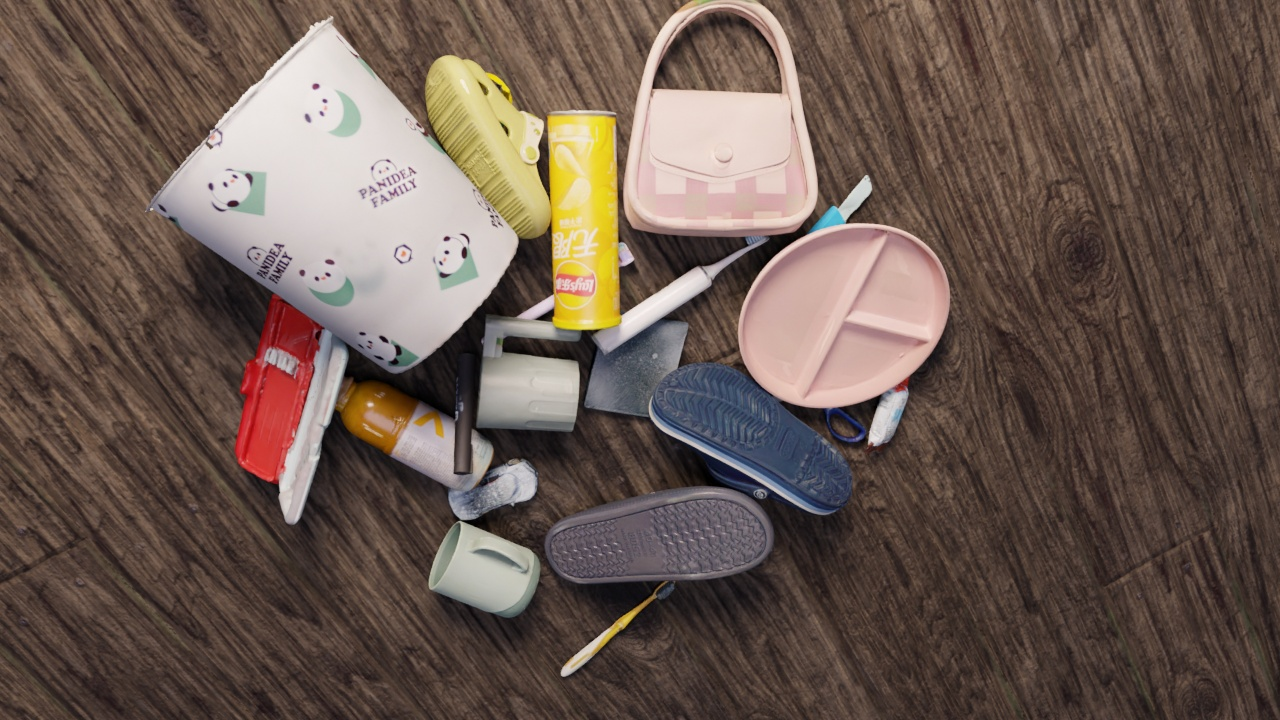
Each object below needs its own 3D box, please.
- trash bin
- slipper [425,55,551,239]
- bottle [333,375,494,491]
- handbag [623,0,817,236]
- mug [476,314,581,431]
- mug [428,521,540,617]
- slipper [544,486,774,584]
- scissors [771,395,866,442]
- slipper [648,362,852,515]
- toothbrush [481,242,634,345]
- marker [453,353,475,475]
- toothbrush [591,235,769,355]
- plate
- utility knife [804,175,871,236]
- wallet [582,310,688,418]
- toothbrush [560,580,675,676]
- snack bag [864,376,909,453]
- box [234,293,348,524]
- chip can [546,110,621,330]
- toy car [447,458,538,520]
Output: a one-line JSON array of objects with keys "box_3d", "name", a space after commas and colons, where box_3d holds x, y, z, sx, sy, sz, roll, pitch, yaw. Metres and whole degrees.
[{"box_3d": [-0.264, -0.136, 0.840, 0.230, 0.229, 0.252, -43, 113, 8], "name": "trash bin"}, {"box_3d": [-0.137, -0.213, 0.905, 0.081, 0.092, 0.190, -38, 103, -35], "name": "slipper"}, {"box_3d": [-0.252, 0.074, 0.989, 0.189, 0.068, 0.068, 31, 103, -16], "name": "bottle"}, {"box_3d": [0.079, -0.242, 0.920, 0.193, 0.093, 0.234, 0, 102, -8], "name": "handbag"}, {"box_3d": [-0.119, 0.016, 0.977, 0.103, 0.083, 0.124, 6, 109, -11], "name": "mug"}, {"box_3d": [-0.169, 0.234, 1.038, 0.106, 0.082, 0.112, 27, 137, -17], "name": "mug"}, {"box_3d": [0.021, 0.193, 1.067, 0.268, 0.083, 0.111, -11, 107, 16], "name": "slipper"}, {"box_3d": [0.212, 0.032, 1.062, 0.176, 0.012, 0.162, -29, 109, 6], "name": "scissors"}, {"box_3d": [0.120, 0.094, 1.033, 0.253, 0.104, 0.095, 30, 139, -8], "name": "slipper"}, {"box_3d": [-0.091, -0.067, 0.986, 0.189, 0.029, 0.021, -32, 147, 6], "name": "toothbrush"}, {"box_3d": [-0.186, 0.056, 0.977, 0.022, 0.020, 0.132, 16, 65, -42], "name": "marker"}, {"box_3d": [0.046, -0.076, 0.986, 0.221, 0.027, 0.026, -33, 100, -4], "name": "toothbrush"}, {"box_3d": [0.216, -0.047, 0.987, 0.229, 0.028, 0.230, -3, 125, -5], "name": "plate"}, {"box_3d": [0.187, -0.123, 1.001, 0.034, 0.018, 0.191, 37, 100, -17], "name": "utility knife"}, {"box_3d": [-0.006, 0.006, 1.023, 0.097, 0.019, 0.121, 10, 109, -11], "name": "wallet"}, {"box_3d": [-0.028, 0.333, 1.133, 0.191, 0.018, 0.016, -42, 107, 8], "name": "toothbrush"}, {"box_3d": [0.289, 0.062, 1.072, 0.045, 0.026, 0.105, -5, 114, -48], "name": "snack bag"}, {"box_3d": [-0.352, 0.047, 0.937, 0.060, 0.161, 0.201, 1, 115, -49], "name": "box"}, {"box_3d": [-0.056, -0.140, 0.922, 0.072, 0.072, 0.213, -2, 102, -7], "name": "chip can"}, {"box_3d": [-0.167, 0.148, 1.045, 0.105, 0.031, 0.049, -21, 111, 0], "name": "toy car"}]
